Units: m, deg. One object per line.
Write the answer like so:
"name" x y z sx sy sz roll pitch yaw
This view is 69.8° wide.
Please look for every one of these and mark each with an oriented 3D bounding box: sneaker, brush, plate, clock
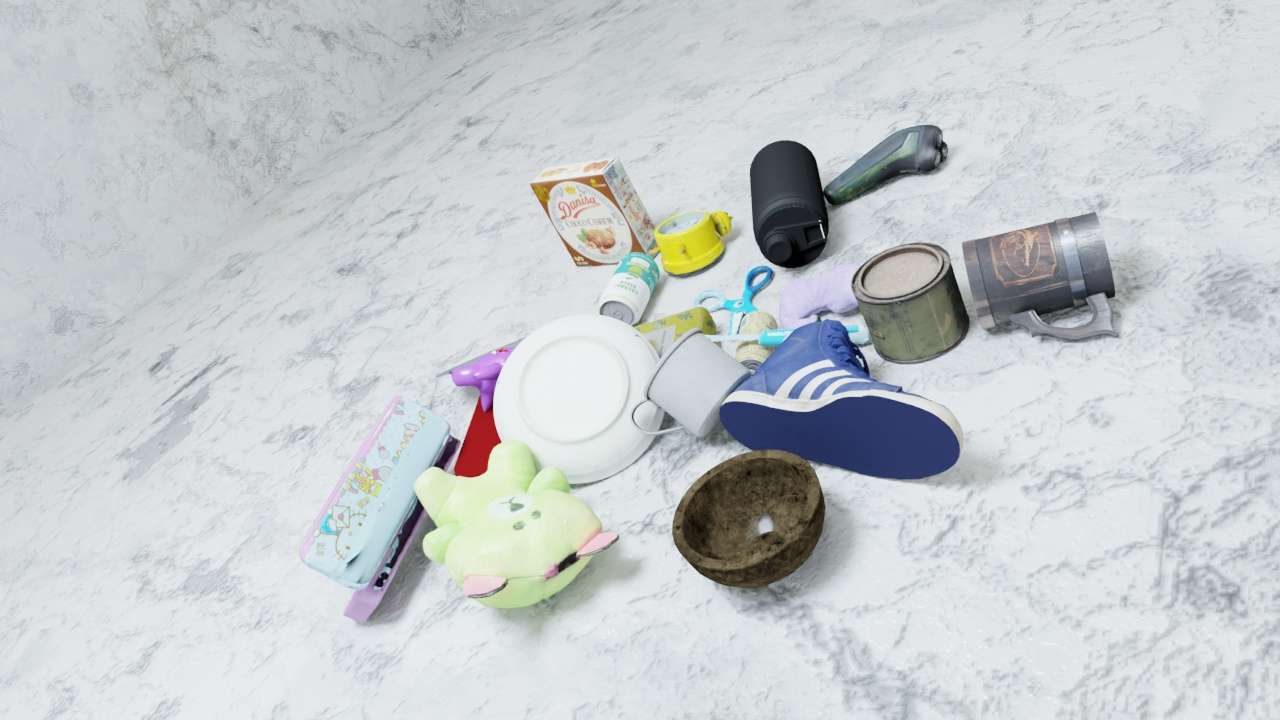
"sneaker" 0.187 0.024 0.775 0.234 0.091 0.118 -3 36 51
"brush" -0.147 0.080 1.014 0.082 0.042 0.173 -19 32 18
"plate" -0.167 -0.010 1.139 0.178 0.012 0.178 -22 6 2
"plate" -0.065 0.032 0.925 0.182 0.034 0.182 -4 69 10
"clock" 0.068 -0.157 1.169 0.083 0.057 0.118 5 37 44

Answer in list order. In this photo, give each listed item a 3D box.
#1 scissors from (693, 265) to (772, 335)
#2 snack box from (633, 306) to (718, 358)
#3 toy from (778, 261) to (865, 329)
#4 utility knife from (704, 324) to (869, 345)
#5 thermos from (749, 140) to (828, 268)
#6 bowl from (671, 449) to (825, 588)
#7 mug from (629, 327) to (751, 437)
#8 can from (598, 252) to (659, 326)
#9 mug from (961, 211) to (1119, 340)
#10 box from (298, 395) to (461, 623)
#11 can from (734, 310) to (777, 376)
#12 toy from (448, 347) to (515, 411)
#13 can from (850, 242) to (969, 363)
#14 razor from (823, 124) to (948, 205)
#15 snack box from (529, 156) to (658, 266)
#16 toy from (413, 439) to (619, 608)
"scissors" 0.121 -0.070 1.038 0.118 0.013 0.140 -34 28 -7
"snack box" -0.006 0.006 1.001 0.181 0.045 0.121 -16 33 23
"toy" 0.189 -0.063 0.947 0.100 0.036 0.080 -15 43 33
"utility knife" 0.137 -0.021 0.895 0.167 0.015 0.022 -3 46 7
"thermos" 0.174 -0.181 1.082 0.086 0.086 0.198 -19 32 18
"bowl" 0.091 0.133 0.718 0.121 0.056 0.121 -22 31 14
"mug" 0.045 0.033 0.870 0.070 0.084 0.113 39 95 16
"can" -0.014 -0.086 1.135 0.055 0.055 0.101 -11 35 30
"mug" 0.343 -0.062 0.785 0.107 0.080 0.115 -13 62 24
"box" -0.266 0.146 0.930 0.090 0.091 0.213 -49 15 45
"can" 0.117 -0.013 0.930 0.038 0.038 0.079 -15 34 24
"toy" -0.152 0.015 1.016 0.088 0.056 0.106 -26 -4 17
"can" 0.247 -0.054 0.842 0.090 0.074 0.089 -22 32 14
"razor" 0.292 -0.228 1.095 0.151 0.054 0.067 -29 47 14
"snack box" -0.060 -0.199 1.252 0.143 0.147 0.041 3 44 42
"toy" -0.118 0.156 0.829 0.150 0.107 0.197 -21 37 -17
